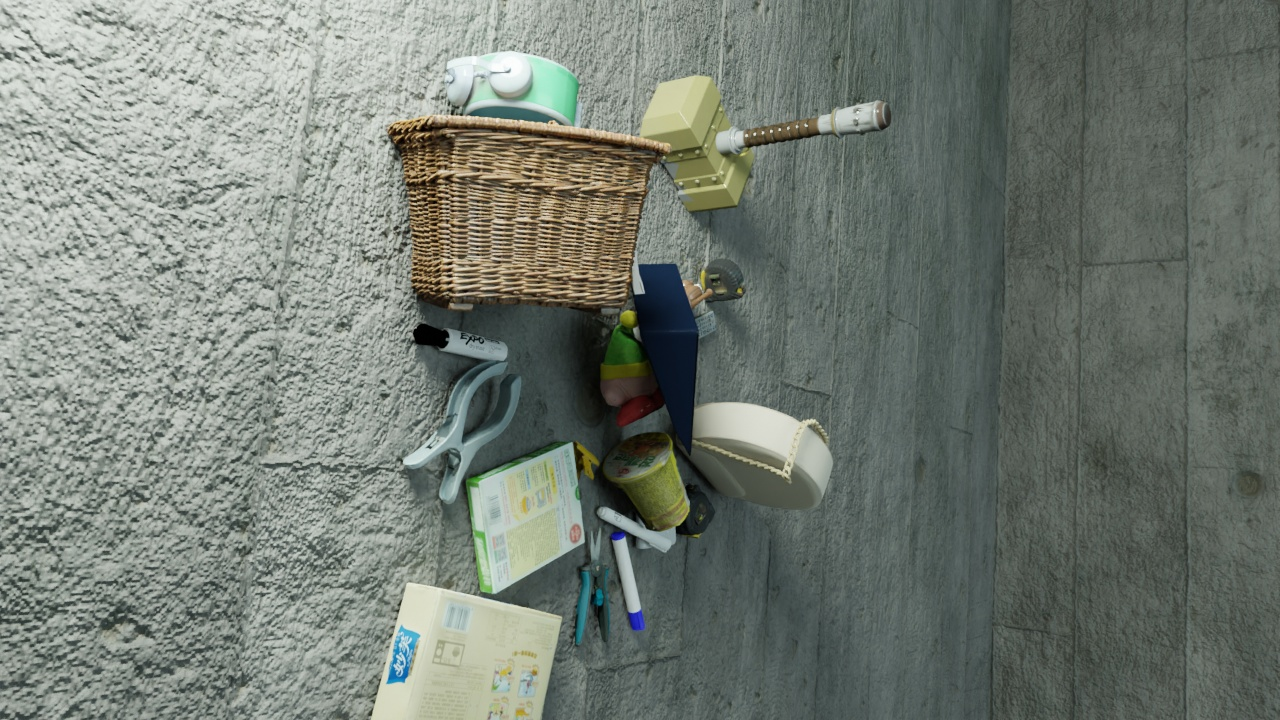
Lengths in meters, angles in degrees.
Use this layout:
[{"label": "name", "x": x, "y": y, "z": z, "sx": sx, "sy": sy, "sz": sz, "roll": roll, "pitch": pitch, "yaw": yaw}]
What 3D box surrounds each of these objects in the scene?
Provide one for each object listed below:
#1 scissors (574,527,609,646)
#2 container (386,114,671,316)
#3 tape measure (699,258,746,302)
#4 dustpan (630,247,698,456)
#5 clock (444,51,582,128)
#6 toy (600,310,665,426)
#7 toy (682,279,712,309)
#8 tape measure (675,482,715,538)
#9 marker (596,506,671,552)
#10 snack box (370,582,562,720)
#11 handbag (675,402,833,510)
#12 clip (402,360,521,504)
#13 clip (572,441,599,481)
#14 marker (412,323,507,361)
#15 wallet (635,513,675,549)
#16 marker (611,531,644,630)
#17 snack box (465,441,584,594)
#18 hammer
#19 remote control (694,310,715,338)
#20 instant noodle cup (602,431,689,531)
[{"label": "scissors", "x": -0.060, "y": 0.300, "z": 1.182, "sx": 0.122, "sy": 0.019, "sz": 0.149, "roll": -44, "pitch": 119, "yaw": -41}, {"label": "container", "x": -0.117, "y": -0.142, "z": 0.936, "sx": 0.249, "sy": 0.162, "sz": 0.183, "roll": -1, "pitch": 99, "yaw": -29}, {"label": "tape measure", "x": 0.125, "y": -0.123, "z": 1.408, "sx": 0.038, "sy": 0.067, "sz": 0.063, "roll": -46, "pitch": 125, "yaw": -45}, {"label": "dustpan", "x": 0.018, "y": -0.053, "z": 1.175, "sx": 0.236, "sy": 0.080, "sz": 0.273, "roll": -100, "pitch": -169, "yaw": -64}, {"label": "clock", "x": -0.140, "y": -0.290, "z": 0.987, "sx": 0.161, "sy": 0.122, "sz": 0.075, "roll": 17, "pitch": 77, "yaw": -57}, {"label": "toy", "x": -0.007, "y": 0.007, "z": 1.208, "sx": 0.123, "sy": 0.097, "sz": 0.131, "roll": -23, "pitch": 83, "yaw": -53}, {"label": "toy", "x": 0.067, "y": -0.089, "z": 1.333, "sx": 0.101, "sy": 0.055, "sz": 0.042, "roll": -37, "pitch": 133, "yaw": -58}, {"label": "tape measure", "x": 0.075, "y": 0.225, "z": 1.356, "sx": 0.072, "sy": 0.042, "sz": 0.071, "roll": -57, "pitch": 136, "yaw": -35}, {"label": "marker", "x": -0.009, "y": 0.227, "z": 1.234, "sx": 0.133, "sy": 0.017, "sz": 0.020, "roll": 34, "pitch": 56, "yaw": -34}, {"label": "snack box", "x": -0.179, "y": 0.333, "z": 0.982, "sx": 0.207, "sy": 0.055, "sz": 0.153, "roll": 33, "pitch": 63, "yaw": -50}, {"label": "handbag", "x": 0.169, "y": 0.148, "z": 1.344, "sx": 0.210, "sy": 0.209, "sz": 0.103, "roll": 50, "pitch": 54, "yaw": -42}, {"label": "clip", "x": -0.193, "y": 0.059, "z": 0.979, "sx": 0.108, "sy": 0.028, "sz": 0.163, "roll": 50, "pitch": 57, "yaw": -39}, {"label": "clip", "x": -0.077, "y": 0.134, "z": 1.166, "sx": 0.053, "sy": 0.035, "sz": 0.046, "roll": 48, "pitch": 34, "yaw": -45}, {"label": "marker", "x": -0.195, "y": -0.019, "z": 0.993, "sx": 0.125, "sy": 0.025, "sz": 0.025, "roll": 15, "pitch": 77, "yaw": -54}, {"label": "wallet", "x": 0.024, "y": 0.206, "z": 1.292, "sx": 0.086, "sy": 0.032, "sz": 0.116, "roll": -1, "pitch": 91, "yaw": -52}, {"label": "marker", "x": -0.016, "y": 0.300, "z": 1.243, "sx": 0.020, "sy": 0.020, "sz": 0.141, "roll": -31, "pitch": 114, "yaw": -51}, {"label": "snack box", "x": -0.131, "y": 0.179, "z": 1.077, "sx": 0.167, "sy": 0.027, "sz": 0.132, "roll": -19, "pitch": 105, "yaw": -54}, {"label": "hammer", "x": 0.184, "y": -0.314, "z": 1.270, "sx": 0.190, "sy": 0.326, "sz": 0.100, "roll": 50, "pitch": 51, "yaw": -42}, {"label": "remote control", "x": 0.077, "y": -0.045, "z": 1.385, "sx": 0.136, "sy": 0.013, "sz": 0.033, "roll": -25, "pitch": 109, "yaw": -52}, {"label": "instant noodle cup", "x": 0.016, "y": 0.165, "z": 1.214, "sx": 0.102, "sy": 0.102, "sz": 0.108, "roll": -52, "pitch": 127, "yaw": -41}]
